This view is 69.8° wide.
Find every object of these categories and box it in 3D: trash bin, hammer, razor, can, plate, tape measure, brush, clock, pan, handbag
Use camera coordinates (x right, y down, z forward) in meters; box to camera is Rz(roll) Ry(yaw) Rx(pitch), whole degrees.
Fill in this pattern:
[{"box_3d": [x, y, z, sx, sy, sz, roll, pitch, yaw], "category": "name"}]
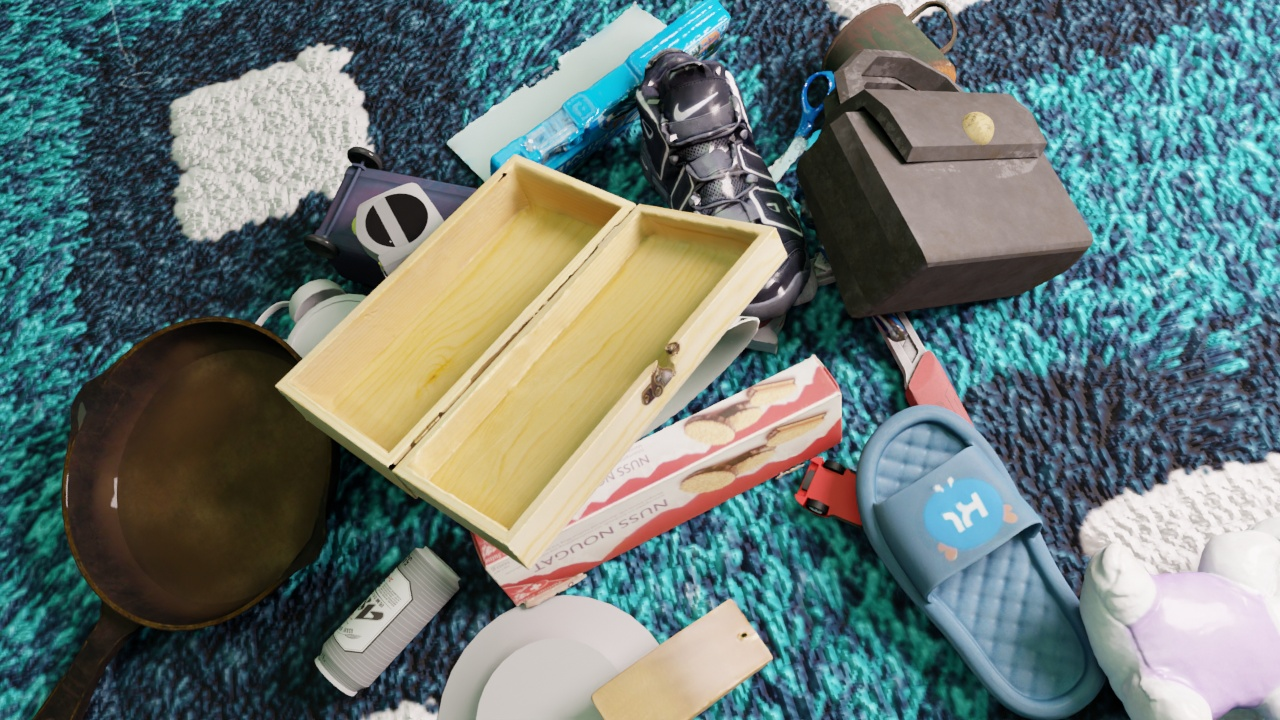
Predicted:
[{"box_3d": [-0.177, -0.102, 0.763, 0.161, 0.092, 0.093, 13, 67, 12], "category": "trash bin"}, {"box_3d": [0.222, 0.036, 0.679, 0.126, 0.036, 0.315, -20, 65, -4], "category": "hammer"}, {"box_3d": [0.154, -0.071, 0.687, 0.018, 0.044, 0.141, -33, 81, 1], "category": "razor"}, {"box_3d": [-0.179, 0.185, 0.657, 0.044, 0.044, 0.106, 38, 75, 22], "category": "can"}, {"box_3d": [-0.058, 0.246, 0.625, 0.173, 0.019, 0.172, -3, 65, 6], "category": "plate"}, {"box_3d": [-0.185, -0.101, 0.707, 0.064, 0.017, 0.065, -28, 68, -10], "category": "tape measure"}, {"box_3d": [0.027, 0.211, 0.607, 0.117, 0.039, 0.049, -28, 67, -24], "category": "brush"}, {"box_3d": [0.086, -0.038, 0.737, 0.060, 0.020, 0.062, 11, 66, 13], "category": "tape measure"}, {"box_3d": [-0.250, -0.004, 0.750, 0.159, 0.061, 0.119, 13, 71, 18], "category": "clock"}, {"box_3d": [-0.351, 0.140, 0.682, 0.249, 0.043, 0.356, 26, 86, 18], "category": "pan"}, {"box_3d": [0.217, -0.148, 0.675, 0.197, 0.103, 0.199, -9, 68, -31], "category": "handbag"}]

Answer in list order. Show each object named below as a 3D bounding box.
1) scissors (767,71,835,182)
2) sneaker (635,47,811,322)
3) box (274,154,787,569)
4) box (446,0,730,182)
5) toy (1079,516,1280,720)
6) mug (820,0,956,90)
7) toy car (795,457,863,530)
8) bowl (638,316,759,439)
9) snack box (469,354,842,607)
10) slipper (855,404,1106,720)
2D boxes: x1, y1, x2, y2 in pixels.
[{"box_3d": [0.131, -0.185, 0.781, 0.134, 0.016, 0.073, -44, 70, 19], "category": "scissors"}, {"box_3d": [0.057, -0.152, 0.703, 0.097, 0.151, 0.252, -21, 51, 0], "category": "sneaker"}, {"box_3d": [-0.075, -0.018, 0.598, 0.257, 0.076, 0.246, 20, 63, 43], "category": "box"}, {"box_3d": [-0.043, -0.231, 0.832, 0.243, 0.075, 0.167, -39, 31, -11], "category": "box"}, {"box_3d": [0.367, 0.167, 0.548, 0.209, 0.086, 0.137, -4, 59, -16], "category": "toy"}, {"box_3d": [0.222, -0.252, 0.778, 0.111, 0.085, 0.081, -39, 65, 15], "category": "mug"}, {"box_3d": [0.159, 0.103, 0.658, 0.089, 0.025, 0.038, 22, 73, 19], "category": "toy car"}, {"box_3d": [-0.004, 0.004, 0.642, 0.174, 0.174, 0.068, -35, 79, -9], "category": "bowl"}, {"box_3d": [0.018, 0.089, 0.657, 0.273, 0.077, 0.044, -26, 54, -5], "category": "snack box"}, {"box_3d": [0.215, 0.128, 0.593, 0.104, 0.059, 0.213, -29, 71, 5], "category": "slipper"}]
